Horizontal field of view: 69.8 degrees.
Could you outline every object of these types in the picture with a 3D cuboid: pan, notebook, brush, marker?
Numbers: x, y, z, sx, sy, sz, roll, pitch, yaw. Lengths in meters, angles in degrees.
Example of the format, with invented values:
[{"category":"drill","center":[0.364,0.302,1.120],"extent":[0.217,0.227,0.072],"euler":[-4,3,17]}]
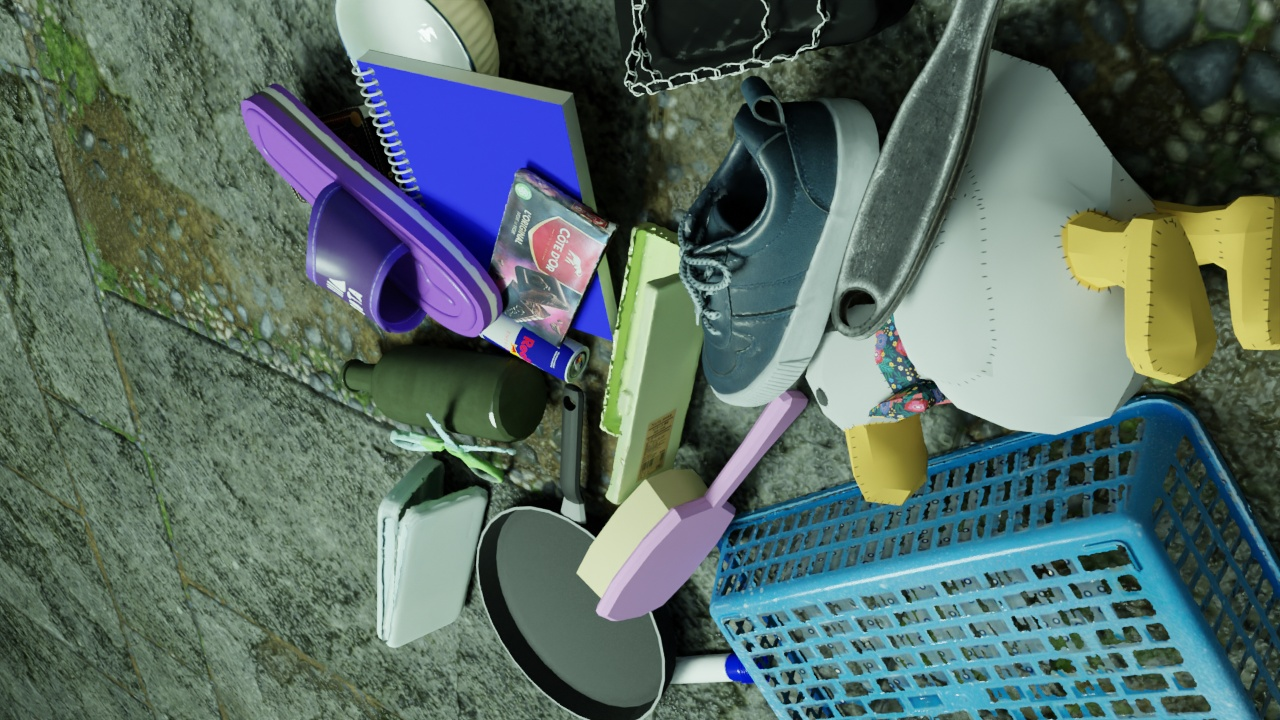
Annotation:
[{"category":"pan","center":[-0.058,0.174,0.819],"extent":[0.225,0.034,0.357],"euler":[22,122,31]},{"category":"notebook","center":[-0.105,-0.112,0.655],"extent":[0.172,0.022,0.209],"euler":[19,145,23]},{"category":"brush","center":[0.039,0.101,0.679],"extent":[0.043,0.089,0.229],"euler":[48,115,32]},{"category":"marker","center":[0.055,0.276,0.818],"extent":[0.133,0.023,0.027],"euler":[-20,122,41]},{"category":"pan","center":[0.151,-0.174,0.379],"extent":[0.187,0.055,0.357],"euler":[29,103,32]}]

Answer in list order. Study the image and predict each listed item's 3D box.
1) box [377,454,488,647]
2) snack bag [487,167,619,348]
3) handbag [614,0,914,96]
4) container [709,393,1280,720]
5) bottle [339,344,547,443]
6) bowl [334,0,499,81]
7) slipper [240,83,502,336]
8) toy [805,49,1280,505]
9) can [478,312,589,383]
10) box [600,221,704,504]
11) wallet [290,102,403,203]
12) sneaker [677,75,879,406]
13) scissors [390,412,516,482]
[{"category":"box","center":[-0.231,0.192,0.919],"extent":[0.083,0.122,0.216],"euler":[47,132,35]},{"category":"snack bag","center":[-0.069,-0.068,0.649],"extent":[0.074,0.018,0.156],"euler":[33,146,1]},{"category":"handbag","center":[0.046,-0.215,0.474],"extent":[0.154,0.114,0.125],"euler":[1,114,39]},{"category":"container","center":[0.223,0.197,0.610],"extent":[0.363,0.089,0.257],"euler":[-27,99,42]},{"category":"bottle","center":[-0.181,0.023,0.801],"extent":[0.207,0.071,0.071],"euler":[6,119,32]},{"category":"bowl","center":[-0.140,-0.221,0.624],"extent":[0.118,0.062,0.118],"euler":[25,147,17]},{"category":"slipper","center":[-0.231,-0.095,0.705],"extent":[0.266,0.083,0.107],"euler":[43,154,9]},{"category":"toy","center":[0.178,-0.035,0.482],"extent":[0.268,0.140,0.246],"euler":[-2,99,62]},{"category":"can","center":[-0.088,-0.016,0.738],"extent":[0.095,0.032,0.032],"euler":[27,128,20]},{"category":"box","center":[-0.001,-0.001,0.665],"extent":[0.083,0.091,0.188],"euler":[37,130,34]},{"category":"wallet","center":[-0.255,-0.171,0.771],"extent":[0.123,0.019,0.072],"euler":[0,116,35]},{"category":"sneaker","center":[0.062,-0.056,0.545],"extent":[0.087,0.089,0.236],"euler":[-1,136,-15]},{"category":"scissors","center":[-0.166,0.075,0.793],"extent":[0.160,0.024,0.171],"euler":[20,158,16]}]
